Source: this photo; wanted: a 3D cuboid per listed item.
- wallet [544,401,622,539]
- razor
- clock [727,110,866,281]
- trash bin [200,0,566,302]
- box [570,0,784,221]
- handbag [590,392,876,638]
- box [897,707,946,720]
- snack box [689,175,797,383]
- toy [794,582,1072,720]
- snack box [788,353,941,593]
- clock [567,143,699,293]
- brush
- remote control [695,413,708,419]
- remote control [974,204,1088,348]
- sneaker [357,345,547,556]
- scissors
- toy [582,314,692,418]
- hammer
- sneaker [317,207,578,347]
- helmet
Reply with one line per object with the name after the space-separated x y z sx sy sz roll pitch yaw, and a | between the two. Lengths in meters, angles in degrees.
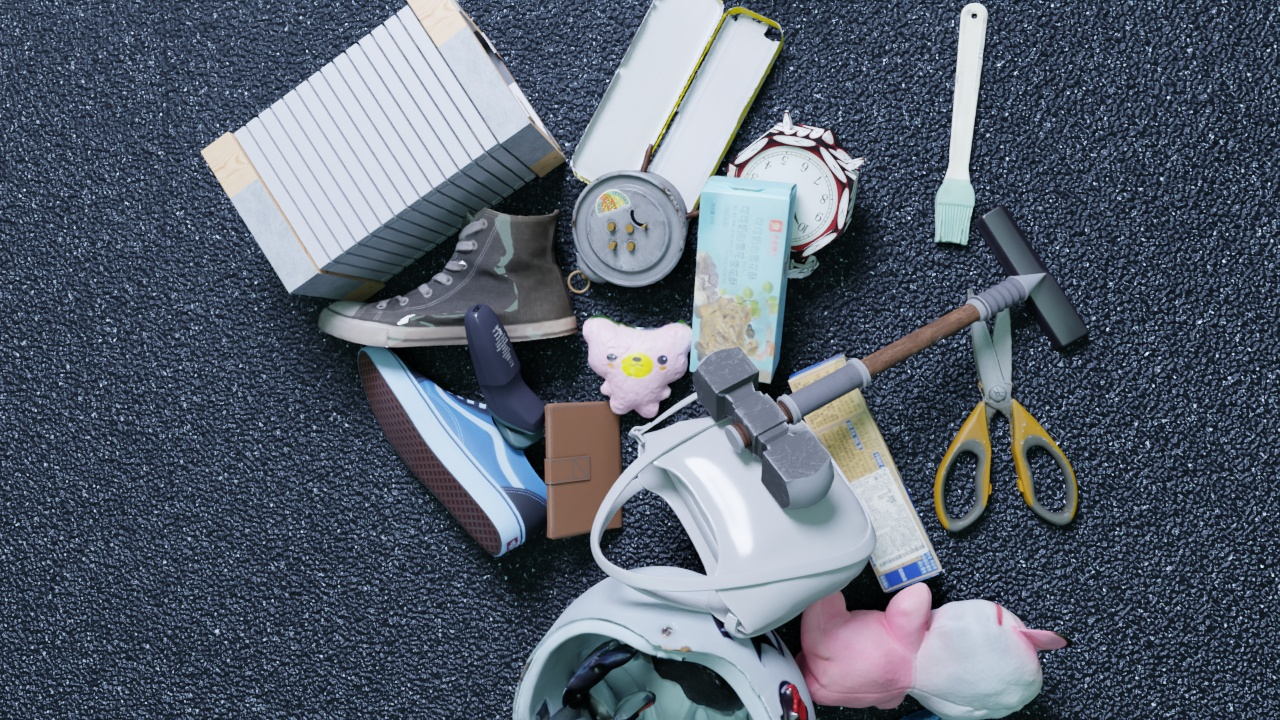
-0.051 0.098 0.842 0.013 0.087 0.121 -1 90 49 | wallet
-0.120 0.014 0.803 0.052 0.047 0.143 3 128 24 | razor
0.126 -0.136 0.817 0.114 0.064 0.155 33 123 5 | clock
-0.219 -0.183 0.820 0.247 0.142 0.142 -33 87 6 | trash bin
0.033 -0.238 0.843 0.129 0.038 0.210 28 95 -1 | box
0.057 0.123 0.750 0.222 0.096 0.215 -12 52 -25 | handbag
0.276 0.430 0.813 0.093 0.048 0.231 -22 88 6 | box
0.088 -0.069 0.794 0.075 0.053 0.175 9 118 13 | snack box
0.241 0.255 0.782 0.213 0.084 0.142 3 129 4 | toy
0.198 0.098 0.816 0.056 0.057 0.206 -24 88 10 | snack box
-0.015 -0.112 0.826 0.104 0.056 0.148 45 118 -4 | clock
0.289 -0.212 0.822 0.033 0.012 0.217 6 90 7 | brush
0.089 0.105 0.852 0.124 0.009 0.046 43 95 5 | remote control
0.347 -0.075 0.813 0.032 0.015 0.136 -32 87 7 | remote control
-0.167 0.069 0.866 0.098 0.084 0.241 -31 70 -37 | sneaker
0.307 0.050 0.820 0.162 0.016 0.225 -19 88 7 | scissors
-0.005 0.005 0.842 0.102 0.050 0.093 7 92 2 | toy
0.212 -0.006 0.762 0.321 0.043 0.156 -26 55 -14 | hammer
-0.179 -0.074 0.838 0.235 0.095 0.120 -4 96 8 | sneaker
0.041 0.291 0.781 0.264 0.163 0.237 46 123 -1 | helmet
